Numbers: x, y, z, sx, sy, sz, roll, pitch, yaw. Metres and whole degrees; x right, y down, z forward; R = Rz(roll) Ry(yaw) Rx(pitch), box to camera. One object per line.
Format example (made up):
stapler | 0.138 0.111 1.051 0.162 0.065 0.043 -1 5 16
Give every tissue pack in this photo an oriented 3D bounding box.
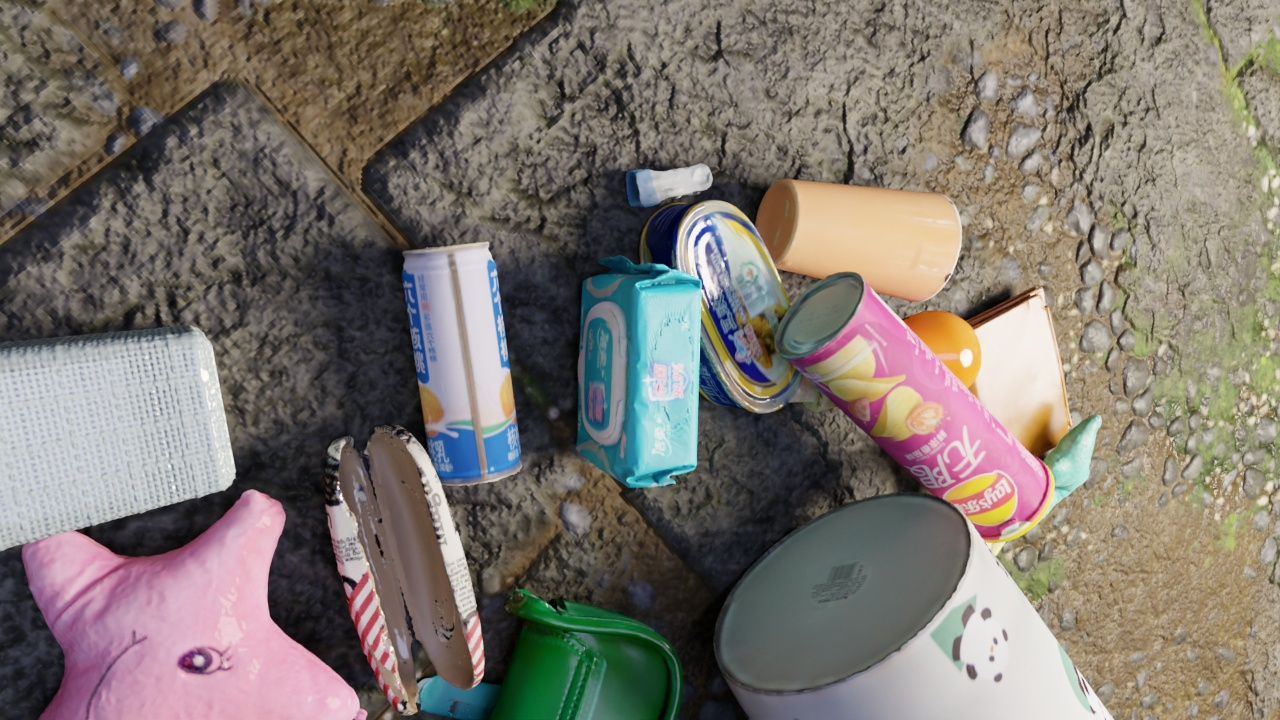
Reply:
tissue pack | -0.003 0.003 0.555 0.050 0.093 0.133 0 95 -23

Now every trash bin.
trash bin | 0.190 0.242 0.607 0.229 0.230 0.252 -38 105 -17

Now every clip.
clip | 0.020 -0.114 0.595 0.058 0.038 0.026 -12 97 -26

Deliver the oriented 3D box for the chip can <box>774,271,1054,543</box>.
chip can | 0.181 0.034 0.600 0.210 0.071 0.071 40 78 -22

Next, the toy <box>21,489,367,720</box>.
toy | -0.229 0.160 0.473 0.178 0.075 0.194 14 90 -17

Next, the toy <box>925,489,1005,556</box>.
toy | 0.246 0.123 0.699 0.105 0.066 0.157 -9 99 -18

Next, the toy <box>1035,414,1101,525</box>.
toy | 0.345 0.094 0.751 0.096 0.030 0.092 -49 145 0

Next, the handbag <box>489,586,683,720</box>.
handbag | -0.044 0.214 0.558 0.120 0.068 0.131 25 72 -22

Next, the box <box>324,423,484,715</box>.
box | -0.126 0.114 0.525 0.082 0.075 0.163 -16 100 -11

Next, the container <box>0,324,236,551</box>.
container | -0.262 0.029 0.440 0.111 0.090 0.090 -12 100 -27

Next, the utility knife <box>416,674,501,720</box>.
utility knife | -0.074 0.227 0.588 0.157 0.013 0.029 23 82 -25

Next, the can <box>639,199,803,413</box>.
can | 0.055 -0.034 0.603 0.074 0.049 0.148 -31 107 -19

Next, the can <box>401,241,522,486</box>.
can | -0.103 0.001 0.530 0.053 0.053 0.134 -10 100 -24

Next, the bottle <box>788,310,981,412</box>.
bottle | 0.167 0.006 0.656 0.149 0.067 0.067 -12 100 -16

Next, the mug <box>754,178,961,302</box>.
mug | 0.145 -0.086 0.630 0.122 0.078 0.078 6 92 -20

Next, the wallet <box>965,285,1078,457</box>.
wallet | 0.301 0.017 0.732 0.118 0.035 0.131 -25 109 -23
